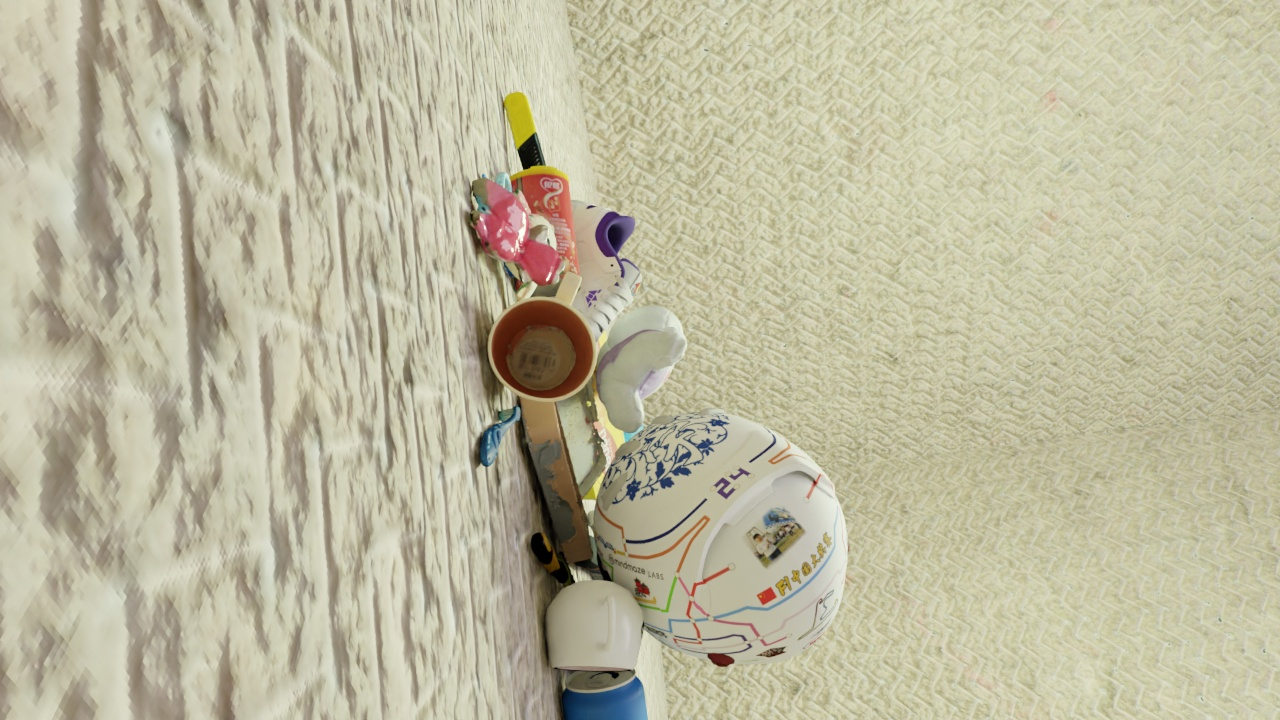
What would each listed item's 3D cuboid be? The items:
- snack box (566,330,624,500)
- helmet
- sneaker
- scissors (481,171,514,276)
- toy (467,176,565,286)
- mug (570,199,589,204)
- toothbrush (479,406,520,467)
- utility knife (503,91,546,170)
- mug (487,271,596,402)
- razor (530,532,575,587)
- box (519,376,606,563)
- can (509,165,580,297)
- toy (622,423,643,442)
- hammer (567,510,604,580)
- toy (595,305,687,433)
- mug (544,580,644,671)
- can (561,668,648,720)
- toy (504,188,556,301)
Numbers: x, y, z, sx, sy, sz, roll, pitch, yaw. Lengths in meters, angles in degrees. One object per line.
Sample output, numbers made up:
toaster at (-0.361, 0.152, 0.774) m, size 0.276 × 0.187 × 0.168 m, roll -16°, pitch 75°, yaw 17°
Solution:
snack box at (-0.066, 0.062, 1.119) m, size 0.091 × 0.042 × 0.201 m, roll -38°, pitch 124°, yaw -57°
helmet at (0.066, 0.166, 0.932) m, size 0.236 × 0.230 × 0.315 m, roll 59°, pitch -21°, yaw -16°
sneaker at (-0.055, -0.064, 1.005) m, size 0.092 × 0.111 × 0.243 m, roll 69°, pitch 24°, yaw -67°
scissors at (-0.130, -0.135, 0.865) m, size 0.125 × 0.014 × 0.130 m, roll 79°, pitch 4°, yaw -57°
toy at (-0.111, -0.100, 0.772) m, size 0.102 × 0.050 × 0.065 m, roll 41°, pitch 39°, yaw -29°
mug at (-0.099, -0.165, 1.200) m, size 0.119 × 0.083 × 0.096 m, roll 49°, pitch 20°, yaw -31°
toothbrush at (-0.109, 0.056, 0.699) m, size 0.132 × 0.016 × 0.021 m, roll -79°, pitch 161°, yaw -77°
utility knife at (-0.111, -0.191, 1.001) m, size 0.020 × 0.029 × 0.233 m, roll 67°, pitch 6°, yaw -73°
mug at (-0.076, -0.020, 0.758) m, size 0.104 × 0.085 × 0.111 m, roll 152°, pitch -40°, yaw -81°
razor at (-0.083, 0.186, 0.859) m, size 0.144 × 0.021 × 0.044 m, roll 82°, pitch -17°, yaw -63°
box at (-0.074, 0.091, 0.935) m, size 0.217 × 0.071 × 0.156 m, roll 80°, pitch 24°, yaw -45°
can at (-0.101, -0.130, 0.942) m, size 0.067 × 0.067 × 0.124 m, roll 74°, pitch 8°, yaw -78°
toy at (-0.050, 0.064, 1.270) m, size 0.223 × 0.099 × 0.192 m, roll -77°, pitch 157°, yaw -52°
hammer at (-0.063, 0.239, 1.163) m, size 0.313 × 0.035 × 0.139 m, roll 77°, pitch 8°, yaw -72°
toy at (-0.006, 0.006, 1.027) m, size 0.138 × 0.085 × 0.209 m, roll -60°, pitch -176°, yaw 8°
mug at (-0.038, 0.235, 0.819) m, size 0.124 × 0.090 × 0.076 m, roll 123°, pitch -29°, yaw -64°
can at (-0.028, 0.371, 0.870) m, size 0.079 × 0.079 × 0.146 m, roll -31°, pitch 114°, yaw -88°
toy at (-0.103, -0.100, 0.843) m, size 0.087 × 0.050 × 0.112 m, roll -79°, pitch 160°, yaw -70°
